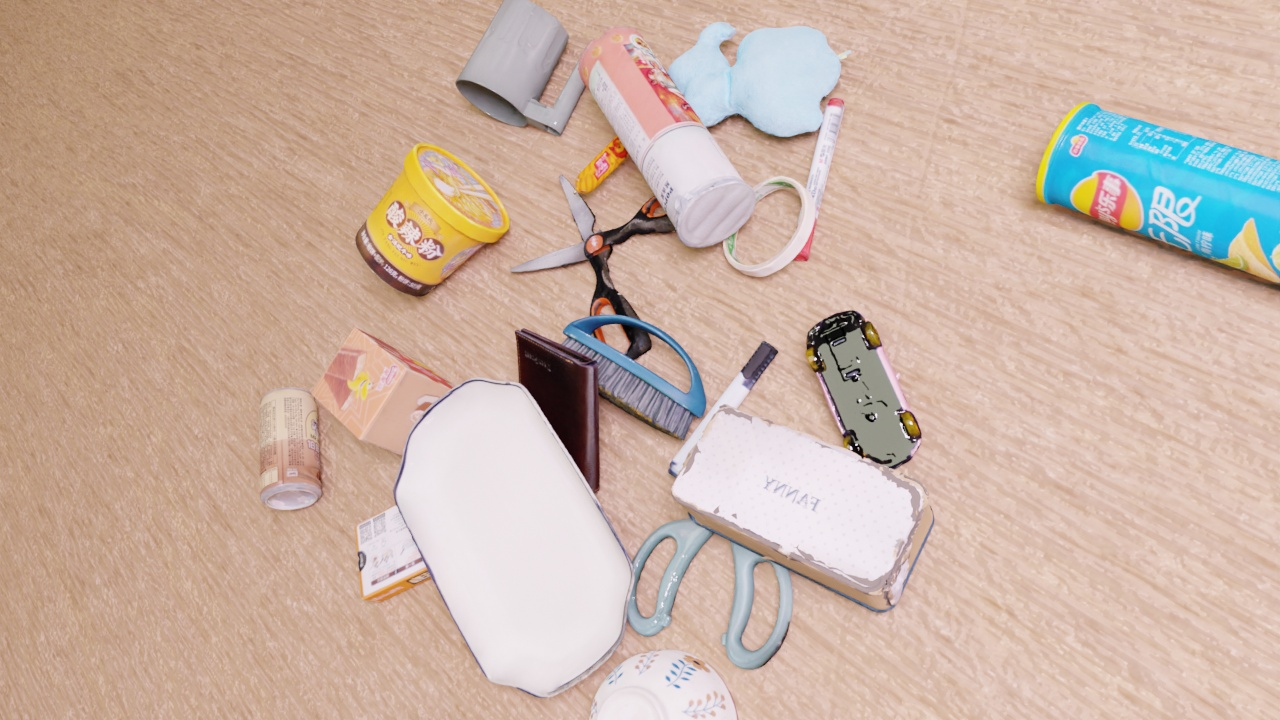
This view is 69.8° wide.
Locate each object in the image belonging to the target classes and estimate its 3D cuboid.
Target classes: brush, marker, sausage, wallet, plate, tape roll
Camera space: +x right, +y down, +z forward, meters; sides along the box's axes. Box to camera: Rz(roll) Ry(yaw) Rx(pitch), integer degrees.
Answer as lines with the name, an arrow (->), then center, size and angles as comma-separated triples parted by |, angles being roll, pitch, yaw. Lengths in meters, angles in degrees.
brush -> -0.005, 0.004, 0.754 | 0.144, 0.055, 0.073 | 32, 88, 26
marker -> 0.065, 0.040, 0.728 | 0.018, 0.022, 0.130 | 37, 91, 26
marker -> 0.147, -0.151, 0.759 | 0.017, 0.017, 0.145 | 7, 74, 33
sausage -> -0.005, -0.214, 0.863 | 0.165, 0.021, 0.021 | -46, 54, -2
wallet -> -0.069, 0.042, 0.765 | 0.096, 0.020, 0.122 | 23, 124, 37
plate -> -0.102, 0.139, 0.752 | 0.162, 0.034, 0.265 | -41, 66, 13
tape roll -> 0.105, -0.111, 0.756 | 0.086, 0.014, 0.085 | -25, 53, 37

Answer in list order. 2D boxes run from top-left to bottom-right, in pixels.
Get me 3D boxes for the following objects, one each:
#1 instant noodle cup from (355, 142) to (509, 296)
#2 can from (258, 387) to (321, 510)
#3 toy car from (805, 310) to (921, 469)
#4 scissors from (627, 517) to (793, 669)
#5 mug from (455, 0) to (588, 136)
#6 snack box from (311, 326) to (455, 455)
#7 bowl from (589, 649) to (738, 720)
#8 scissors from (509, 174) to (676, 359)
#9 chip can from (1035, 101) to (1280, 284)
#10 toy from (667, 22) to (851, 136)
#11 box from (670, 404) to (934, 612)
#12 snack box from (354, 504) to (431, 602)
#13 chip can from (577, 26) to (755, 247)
instant noodle cup -> -0.212, -0.135, 0.915 | 0.115, 0.118, 0.118 | -41, 55, 20
can -> -0.360, 0.090, 0.942 | 0.059, 0.058, 0.116 | -26, 59, 20
toy car -> 0.162, 0.022, 0.668 | 0.056, 0.037, 0.122 | -26, 72, 22
scissors -> 0.069, 0.149, 0.683 | 0.172, 0.019, 0.176 | 33, 88, 37
mug -> -0.114, -0.301, 0.949 | 0.124, 0.084, 0.103 | 25, 83, 9
snack box -> -0.235, 0.034, 0.868 | 0.094, 0.092, 0.077 | 32, 88, 37
bowl -> 0.006, 0.262, 0.648 | 0.114, 0.062, 0.113 | -13, 65, 28
scissors -> -0.025, -0.102, 0.840 | 0.221, 0.021, 0.233 | -29, 59, 18
chip can -> 0.363, -0.097, 0.572 | 0.210, 0.071, 0.071 | 33, 89, 36
toy -> 0.103, -0.248, 0.802 | 0.156, 0.049, 0.161 | -26, 61, 22
box -> 0.106, 0.098, 0.643 | 0.184, 0.062, 0.089 | 23, 75, 34
snack box -> -0.193, 0.157, 0.833 | 0.154, 0.026, 0.075 | -28, 59, 19
chip can -> 0.017, -0.197, 0.792 | 0.071, 0.071, 0.214 | -37, 59, 13
